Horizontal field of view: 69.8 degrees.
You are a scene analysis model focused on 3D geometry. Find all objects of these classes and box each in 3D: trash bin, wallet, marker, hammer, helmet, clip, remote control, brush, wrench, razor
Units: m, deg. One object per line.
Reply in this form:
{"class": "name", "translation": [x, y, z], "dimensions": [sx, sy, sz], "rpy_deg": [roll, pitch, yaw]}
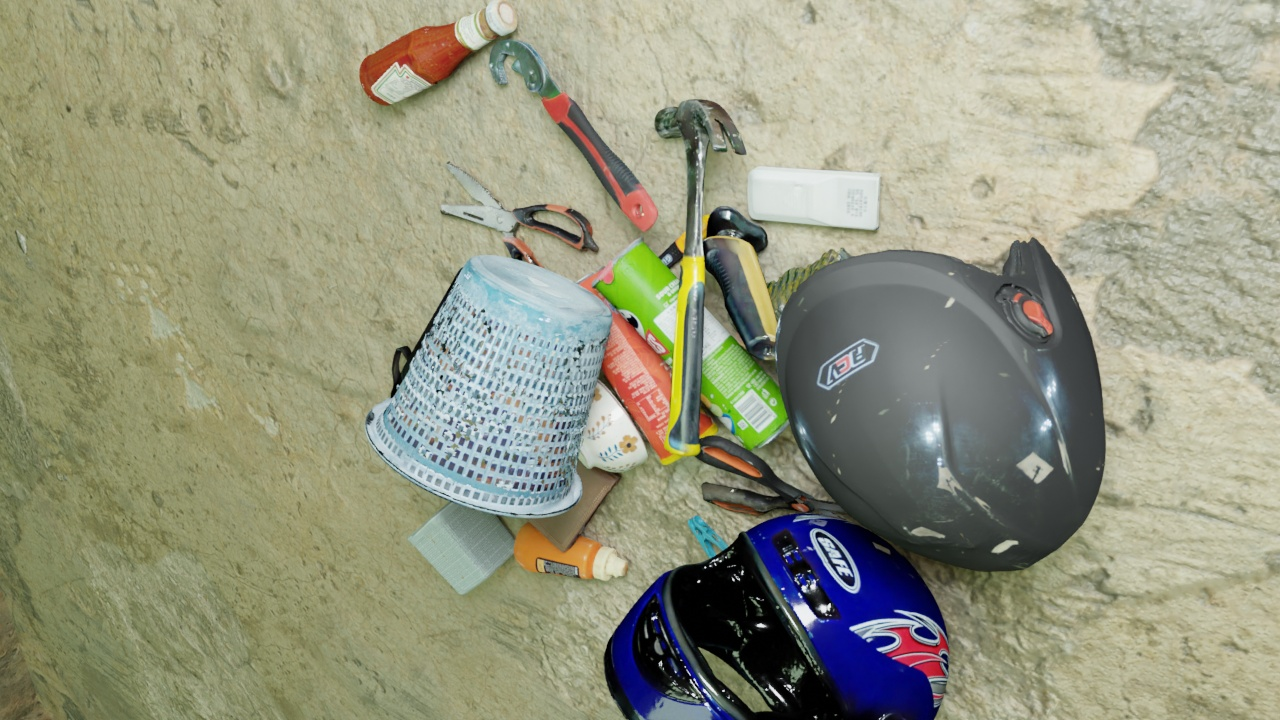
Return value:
{"class": "trash bin", "translation": [-0.128, 0.013, 0.896], "dimensions": [0.227, 0.226, 0.195], "rpy_deg": [30, 106, 20]}
{"class": "wallet", "translation": [-0.095, 0.160, 1.127], "dimensions": [0.101, 0.032, 0.125], "rpy_deg": [39, 109, 15]}
{"class": "marker", "translation": [0.034, -0.109, 0.932], "dimensions": [0.124, 0.015, 0.018], "rpy_deg": [-38, 82, 43]}
{"class": "hammer", "translation": [0.046, -0.072, 0.837], "dimensions": [0.126, 0.031, 0.323], "rpy_deg": [-162, 73, -65]}
{"class": "helmet", "translation": [0.148, 0.261, 0.857], "dimensions": [0.241, 0.315, 0.247], "rpy_deg": [-48, 42, 14]}
{"class": "clip", "translation": [0.076, 0.203, 1.059], "dimensions": [0.055, 0.013, 0.038], "rpy_deg": [51, 130, 4]}
{"class": "remote control", "translation": [0.154, -0.146, 0.824], "dimensions": [0.125, 0.024, 0.049], "rpy_deg": [10, 118, 30]}
{"class": "brush", "translation": [0.149, -0.044, 0.858], "dimensions": [0.073, 0.063, 0.146], "rpy_deg": [39, 137, -27]}
{"class": "helmet", "translation": [0.235, 0.036, 0.726], "dimensions": [0.274, 0.229, 0.234], "rpy_deg": [27, 138, -28]}
{"class": "wrench", "translation": [-0.068, -0.229, 0.907], "dimensions": [0.273, 0.016, 0.056], "rpy_deg": [50, 130, 21]}
{"class": "razor", "translation": [0.098, -0.069, 0.833], "dimensions": [0.062, 0.067, 0.167], "rpy_deg": [91, 169, -50]}

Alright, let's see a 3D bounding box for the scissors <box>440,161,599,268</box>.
{"class": "scissors", "translation": [-0.139, -0.146, 1.033], "dimensions": [0.189, 0.015, 0.226], "rpy_deg": [-22, 99, 40]}

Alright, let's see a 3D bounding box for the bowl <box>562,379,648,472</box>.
{"class": "bowl", "translation": [-0.047, 0.081, 1.017], "dimensions": [0.113, 0.062, 0.114], "rpy_deg": [50, 165, 19]}

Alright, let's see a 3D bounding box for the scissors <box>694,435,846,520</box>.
{"class": "scissors", "translation": [0.142, 0.139, 0.936], "dimensions": [0.229, 0.021, 0.221], "rpy_deg": [40, 150, -24]}

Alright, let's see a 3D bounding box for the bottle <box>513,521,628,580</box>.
{"class": "bottle", "translation": [-0.085, 0.247, 1.165], "dimensions": [0.150, 0.066, 0.067], "rpy_deg": [10, 118, 22]}

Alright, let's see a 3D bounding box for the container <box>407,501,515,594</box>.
{"class": "container", "translation": [-0.239, 0.248, 1.253], "dimensions": [0.111, 0.089, 0.090], "rpy_deg": [50, 131, 0]}

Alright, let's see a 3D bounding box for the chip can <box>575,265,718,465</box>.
{"class": "chip can", "translation": [-0.006, 0.006, 0.979], "dimensions": [0.073, 0.073, 0.216], "rpy_deg": [-34, 91, 40]}

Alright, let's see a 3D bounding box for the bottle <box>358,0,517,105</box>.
{"class": "bottle", "translation": [-0.214, -0.328, 0.969], "dimensions": [0.207, 0.059, 0.060], "rpy_deg": [-11, 105, 36]}

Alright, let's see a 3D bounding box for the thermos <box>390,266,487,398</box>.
{"class": "thermos", "translation": [-0.250, -0.024, 1.137], "dimensions": [0.090, 0.068, 0.243], "rpy_deg": [50, 130, 8]}

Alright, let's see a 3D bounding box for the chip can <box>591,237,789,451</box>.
{"class": "chip can", "translation": [0.055, -0.014, 0.918], "dimensions": [0.236, 0.072, 0.072], "rpy_deg": [47, 130, 1]}
